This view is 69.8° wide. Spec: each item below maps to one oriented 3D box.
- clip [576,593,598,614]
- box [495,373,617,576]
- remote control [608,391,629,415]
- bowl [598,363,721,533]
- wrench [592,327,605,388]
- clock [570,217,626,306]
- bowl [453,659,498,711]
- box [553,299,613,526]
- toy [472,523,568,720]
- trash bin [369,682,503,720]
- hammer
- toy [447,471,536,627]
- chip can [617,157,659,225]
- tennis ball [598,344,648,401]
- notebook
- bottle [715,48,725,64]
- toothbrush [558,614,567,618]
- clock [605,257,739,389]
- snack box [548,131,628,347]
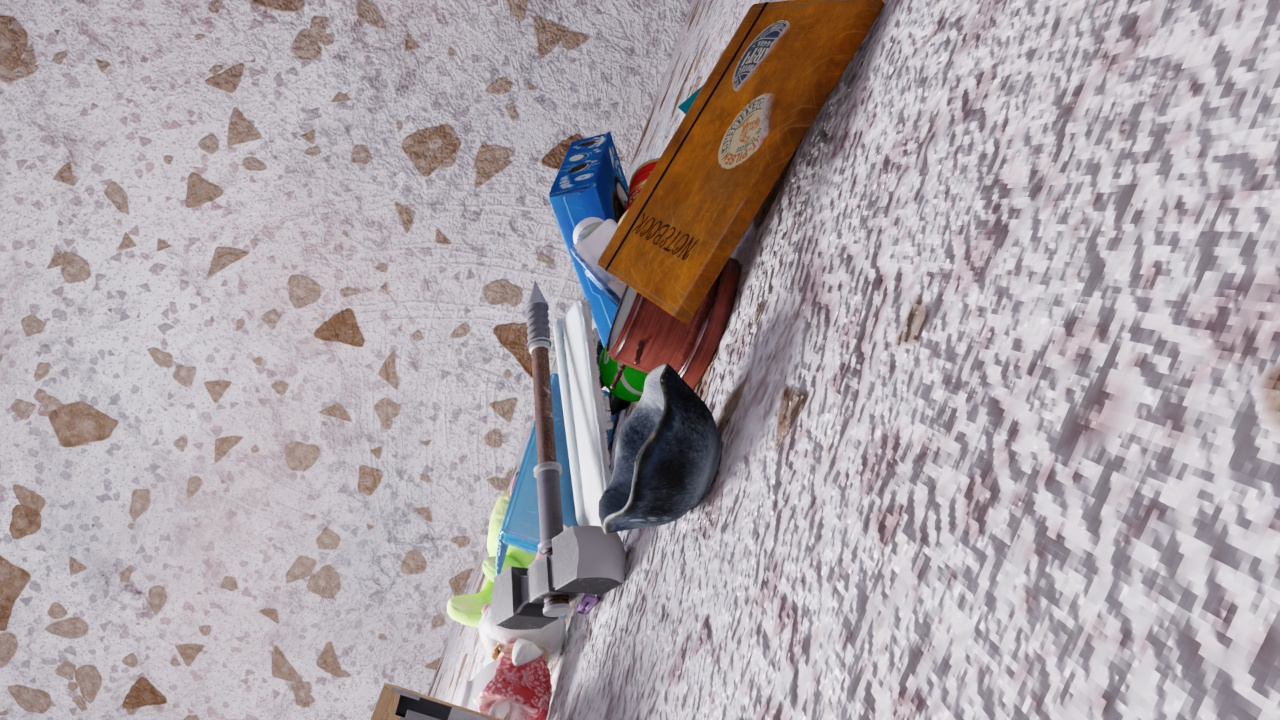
[{"bbox_3d":[-0.046,0.207,0.786,0.051,0.014,0.043,-137,68,-84],"label":"clip"},{"bbox_3d":[-0.096,0.137,1.025,0.230,0.094,0.112,-79,10,-45],"label":"box"},{"bbox_3d":[-0.018,0.016,1.062,0.150,0.022,0.047,-85,17,-69],"label":"remote control"},{"bbox_3d":[0.016,0.061,0.575,0.110,0.055,0.110,-162,92,-82],"label":"bowl"},{"bbox_3d":[-0.064,0.048,1.171,0.274,0.018,0.073,108,155,-56],"label":"wrench"},{"bbox_3d":[-0.023,-0.091,0.854,0.052,0.089,0.125,-43,29,5],"label":"clock"},{"bbox_3d":[-0.166,0.384,0.948,0.176,0.066,0.176,-161,92,-82],"label":"bowl"},{"bbox_3d":[-0.055,0.057,0.861,0.191,0.045,0.209,154,109,-78],"label":"box"},{"bbox_3d":[-0.111,0.260,0.834,0.193,0.084,0.160,-76,13,-48],"label":"toy"},{"bbox_3d":[-0.164,0.384,0.652,0.143,0.142,0.246,141,149,-75],"label":"trash bin"},{"bbox_3d":[-0.084,0.062,0.806,0.156,0.043,0.321,-39,47,41],"label":"hammer"},{"bbox_3d":[-0.150,0.241,1.128,0.196,0.107,0.150,-62,-18,-15],"label":"toy"},{"bbox_3d":[0.021,-0.159,1.004,0.213,0.087,0.087,-84,17,-65],"label":"chip can"},{"bbox_3d":[-0.005,0.005,0.829,0.065,0.065,0.065,-161,92,-82],"label":"tennis ball"},{"bbox_3d":[0.060,-0.157,0.653,0.249,0.014,0.178,-59,27,5],"label":"notebook"},{"bbox_3d":[0.074,-0.198,0.839,0.059,0.059,0.166,-152,82,-82],"label":"bottle"},{"bbox_3d":[-0.033,0.154,0.760,0.155,0.016,0.022,-59,-9,15],"label":"toothbrush"},{"bbox_3d":[0.026,-0.052,0.739,0.121,0.072,0.157,134,155,-71],"label":"clock"},{"bbox_3d":[-0.037,-0.143,1.072,0.238,0.056,0.196,-84,-23,-63],"label":"snack box"}]
